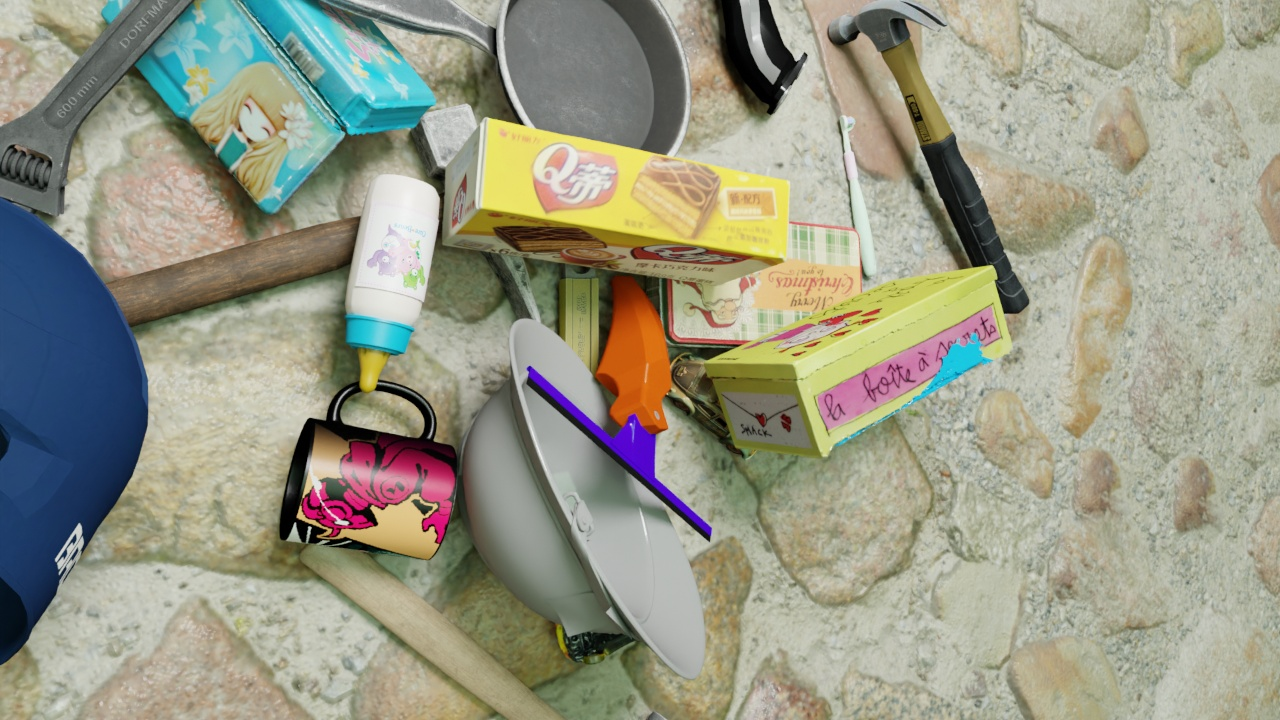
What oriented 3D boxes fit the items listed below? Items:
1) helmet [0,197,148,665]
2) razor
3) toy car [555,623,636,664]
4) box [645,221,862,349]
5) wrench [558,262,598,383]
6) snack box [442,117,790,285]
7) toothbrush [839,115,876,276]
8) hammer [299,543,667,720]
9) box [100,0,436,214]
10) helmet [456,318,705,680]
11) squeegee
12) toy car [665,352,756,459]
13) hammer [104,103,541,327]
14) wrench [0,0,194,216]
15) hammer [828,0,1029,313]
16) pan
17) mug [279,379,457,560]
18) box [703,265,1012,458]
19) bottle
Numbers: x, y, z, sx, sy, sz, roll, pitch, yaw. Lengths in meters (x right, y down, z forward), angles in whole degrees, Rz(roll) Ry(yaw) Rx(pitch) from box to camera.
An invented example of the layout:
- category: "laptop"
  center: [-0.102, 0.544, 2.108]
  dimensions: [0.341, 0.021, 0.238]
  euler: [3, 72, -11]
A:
- category: "helmet"
  center: [-0.386, 0.004, 0.452]
  dimensions: [0.272, 0.233, 0.222]
  euler: [44, 29, -39]
- category: "razor"
  center: [0.098, -0.298, 0.809]
  dimensions: [0.060, 0.057, 0.156]
  euler: [-28, 91, 3]
- category: "toy car"
  center: [-0.018, 0.204, 0.730]
  dimensions: [0.106, 0.030, 0.049]
  euler: [-11, 90, -34]
- category: "box"
  center: [0.101, -0.066, 0.798]
  dimensions: [0.205, 0.049, 0.117]
  euler: [3, 86, -27]
- category: "wrench"
  center: [-0.054, 0.043, 0.729]
  dimensions: [0.083, 0.018, 0.273]
  euler: [1, 87, -22]
- category: "snack box"
  center: [-0.017, -0.107, 0.658]
  dimensions: [0.230, 0.110, 0.061]
  euler: [6, 82, -24]
- category: "toothbrush"
  center: [0.207, -0.156, 0.874]
  dimensions: [0.022, 0.015, 0.154]
  euler: [-10, 91, -59]
- category: "hammer"
  center: [-0.114, 0.236, 0.683]
  dimensions: [0.331, 0.031, 0.119]
  euler: [45, 69, -18]
- category: "box"
  center: [-0.265, -0.222, 0.616]
  dimensions: [0.122, 0.097, 0.227]
  euler: [-38, 94, 21]
- category: "helmet"
  center: [-0.063, 0.114, 0.643]
  dimensions: [0.118, 0.183, 0.271]
  euler: [-26, 92, 14]
- category: "squeegee"
  center: [-0.004, 0.004, 0.698]
  dimensions: [0.249, 0.055, 0.184]
  euler: [46, 26, -44]
- category: "toy car"
  center: [0.072, 0.037, 0.776]
  dimensions: [0.112, 0.047, 0.047]
  euler: [39, 67, -19]
- category: "hammer"
  center: [-0.220, -0.040, 0.644]
  dimensions: [0.299, 0.037, 0.217]
  euler: [-22, 96, -25]
- category: "wrench"
  center: [-0.324, -0.178, 0.552]
  dimensions: [0.273, 0.018, 0.073]
  euler: [-46, 113, 4]
- category: "hammer"
  center: [0.293, -0.187, 0.875]
  dimensions: [0.025, 0.118, 0.333]
  euler: [-38, 108, -21]
- category: "pan"
  center: [-0.099, -0.232, 0.668]
  dimensions: [0.356, 0.055, 0.187]
  euler: [3, 84, -39]
- category: "mug"
  center: [-0.184, 0.071, 0.631]
  dimensions: [0.098, 0.082, 0.118]
  euler: [14, 71, -25]
- category: "box"
  center: [0.178, -0.004, 0.738]
  dimensions: [0.220, 0.125, 0.081]
  euler: [-26, 102, -24]
- category: "bottle"
  center: [-0.171, -0.050, 0.618]
  dimensions: [0.051, 0.051, 0.146]
  euler: [12, 83, -25]
